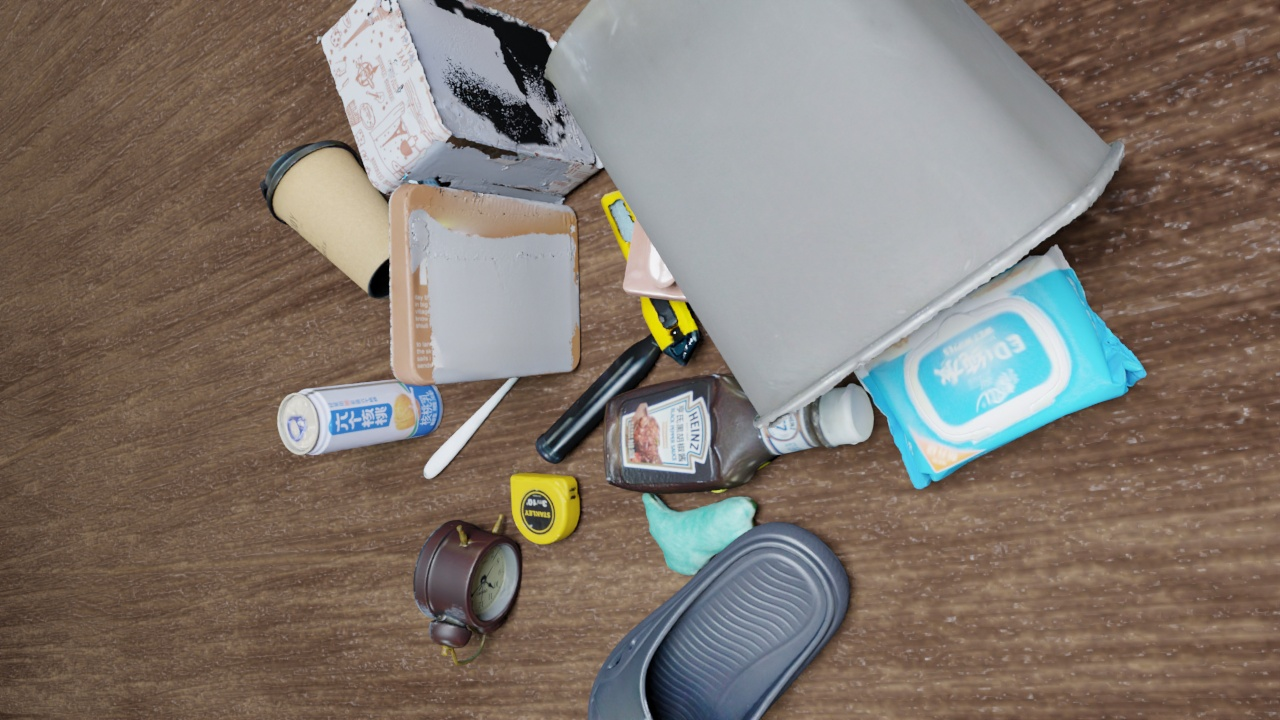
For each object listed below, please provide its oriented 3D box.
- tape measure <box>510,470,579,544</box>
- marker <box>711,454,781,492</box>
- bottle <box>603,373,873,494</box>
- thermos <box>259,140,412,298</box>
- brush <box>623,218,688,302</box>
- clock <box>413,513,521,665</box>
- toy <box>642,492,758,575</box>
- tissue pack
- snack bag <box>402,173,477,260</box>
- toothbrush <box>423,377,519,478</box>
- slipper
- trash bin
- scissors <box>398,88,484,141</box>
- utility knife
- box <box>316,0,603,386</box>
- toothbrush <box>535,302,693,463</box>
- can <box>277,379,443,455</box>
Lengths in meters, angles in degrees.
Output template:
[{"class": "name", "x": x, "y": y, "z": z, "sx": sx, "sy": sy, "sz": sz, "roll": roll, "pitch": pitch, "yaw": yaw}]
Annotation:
[{"class": "tape measure", "x": -0.074, "y": 0.117, "z": 0.735, "sx": 0.060, "sy": 0.028, "sz": 0.057, "roll": -1, "pitch": 92, "yaw": 34}, {"class": "marker", "x": 0.094, "y": 0.056, "z": 0.629, "sx": 0.124, "sy": 0.015, "sz": 0.018, "roll": -38, "pitch": 64, "yaw": 27}, {"class": "bottle", "x": 0.060, "y": 0.047, "z": 0.621, "sx": 0.195, "sy": 0.044, "sz": 0.079, "roll": -11, "pitch": 73, "yaw": 37}, {"class": "thermos", "x": -0.259, "y": -0.124, "z": 0.810, "sx": 0.143, "sy": 0.092, "sz": 0.093, "roll": 47, "pitch": 116, "yaw": 14}, {"class": "brush", "x": 0.030, "y": -0.112, "z": 0.612, "sx": 0.063, "sy": 0.073, "sz": 0.145, "roll": 8, "pitch": 84, "yaw": 13}, {"class": "clock", "x": -0.141, "y": 0.189, "z": 0.754, "sx": 0.055, "sy": 0.082, "sz": 0.122, "roll": 7, "pitch": 95, "yaw": 27}, {"class": "toy", "x": 0.051, "y": 0.129, "z": 0.653, "sx": 0.092, "sy": 0.030, "sz": 0.096, "roll": -24, "pitch": 87, "yaw": 34}, {"class": "tissue pack", "x": 0.199, "y": 0.005, "z": 0.525, "sx": 0.140, "sy": 0.063, "sz": 0.090, "roll": -33, "pitch": 75, "yaw": 31}, {"class": "snack bag", "x": -0.177, "y": -0.129, "z": 0.757, "sx": 0.038, "sy": 0.110, "sz": 0.191, "roll": -28, "pitch": 75, "yaw": -10}, {"class": "toothbrush", "x": -0.138, "y": 0.047, "z": 0.779, "sx": 0.180, "sy": 0.016, "sz": 0.016, "roll": -46, "pitch": 67, "yaw": 27}, {"class": "slipper", "x": 0.033, "y": 0.219, "z": 0.626, "sx": 0.110, "sy": 0.083, "sz": 0.269, "roll": 42, "pitch": 118, "yaw": 14}, {"class": "trash bin", "x": 0.090, "y": -0.117, "z": 0.476, "sx": 0.220, "sy": 0.198, "sz": 0.199, "roll": 52, "pitch": 126, "yaw": 4}, {"class": "scissors", "x": -0.202, "y": -0.246, "z": 0.804, "sx": 0.176, "sy": 0.012, "sz": 0.162, "roll": 5, "pitch": 97, "yaw": 32}, {"class": "utility knife", "x": 0.004, "y": -0.064, "z": 0.663, "sx": 0.033, "sy": 0.015, "sz": 0.154, "roll": -35, "pitch": 63, "yaw": 23}, {"class": "box", "x": -0.111, "y": -0.120, "z": 0.655, "sx": 0.107, "sy": 0.177, "sz": 0.272, "roll": -13, "pitch": 85, "yaw": 34}, {"class": "toothbrush", "x": -0.004, "y": 0.004, "z": 0.683, "sx": 0.213, "sy": 0.026, "sz": 0.027, "roll": -44, "pitch": 78, "yaw": 23}, {"class": "can", "x": -0.232, "y": 0.045, "z": 0.771, "sx": 0.053, "sy": 0.134, "sz": 0.053, "roll": 3, "pitch": 95, "yaw": 33}]
